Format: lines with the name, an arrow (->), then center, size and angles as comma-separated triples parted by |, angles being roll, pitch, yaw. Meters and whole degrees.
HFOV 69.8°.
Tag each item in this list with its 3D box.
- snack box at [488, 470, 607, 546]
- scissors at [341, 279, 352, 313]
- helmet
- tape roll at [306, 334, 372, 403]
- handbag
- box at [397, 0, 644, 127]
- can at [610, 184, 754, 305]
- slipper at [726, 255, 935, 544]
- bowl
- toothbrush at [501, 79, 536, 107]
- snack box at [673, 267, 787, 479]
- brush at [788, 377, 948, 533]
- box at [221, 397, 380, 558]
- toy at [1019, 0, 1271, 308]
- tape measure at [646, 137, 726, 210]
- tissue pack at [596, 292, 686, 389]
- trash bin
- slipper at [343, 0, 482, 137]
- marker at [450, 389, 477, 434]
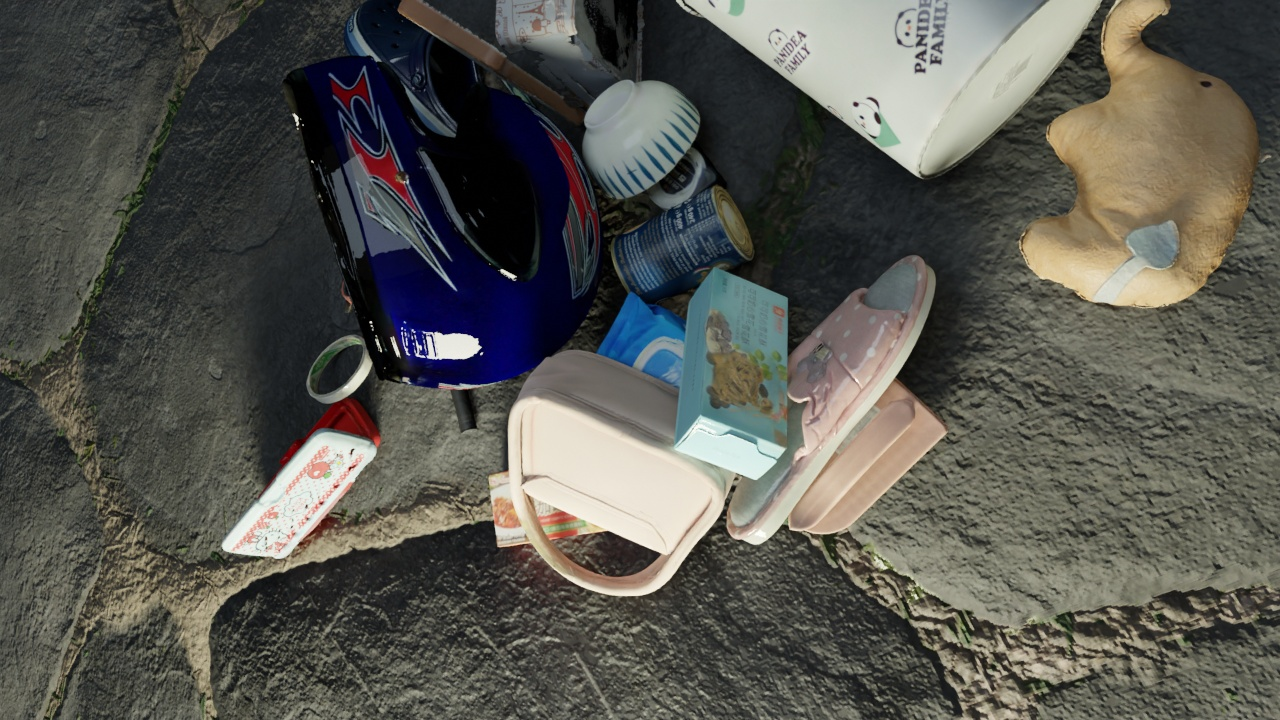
snack box -> -0.079, 0.136, 0.904 | 0.153, 0.025, 0.075 | -14, 79, 27
scissors -> -0.262, -0.124, 1.008 | 0.189, 0.015, 0.225 | -6, 81, 34
helmet -> -0.163, -0.135, 0.845 | 0.248, 0.240, 0.315 | -15, 94, 70
tape roll -> -0.341, 0.010, 1.040 | 0.086, 0.014, 0.085 | -18, 49, 21
handbag -> -0.030, 0.120, 0.809 | 0.193, 0.093, 0.235 | 23, 124, 8
box -> -0.110, -0.312, 0.868 | 0.185, 0.182, 0.154 | 1, 85, 19
can -> 0.039, -0.103, 0.834 | 0.111, 0.075, 0.075 | -25, 74, 24
slipper -> 0.141, 0.029, 0.747 | 0.054, 0.114, 0.275 | 29, 104, -13
bowl -> -0.010, -0.214, 0.847 | 0.117, 0.066, 0.116 | -28, 40, 27
toothbrush -> -0.118, -0.266, 0.966 | 0.016, 0.018, 0.191 | -41, 69, 19
snack box -> 0.076, 0.007, 0.748 | 0.052, 0.074, 0.174 | 124, 161, -45
brush -> 0.176, 0.085, 0.746 | 0.063, 0.073, 0.146 | 47, 109, 20
box -> -0.388, 0.134, 1.027 | 0.202, 0.101, 0.095 | -47, 67, 16
toy -> 0.367, -0.149, 0.661 | 0.143, 0.082, 0.226 | 14, 89, 16
tape measure -> 0.039, -0.171, 0.865 | 0.066, 0.033, 0.065 | -36, 68, 18
tissue pack -> 0.032, 0.016, 0.820 | 0.157, 0.052, 0.095 | 35, 103, 4
trash bin -> 0.187, -0.288, 0.698 | 0.230, 0.229, 0.252 | -47, 72, 17
slipper -> -0.224, -0.311, 0.976 | 0.095, 0.105, 0.252 | -46, 69, 25
marker -> -0.200, 0.015, 0.984 | 0.022, 0.020, 0.132 | -35, 69, 52
